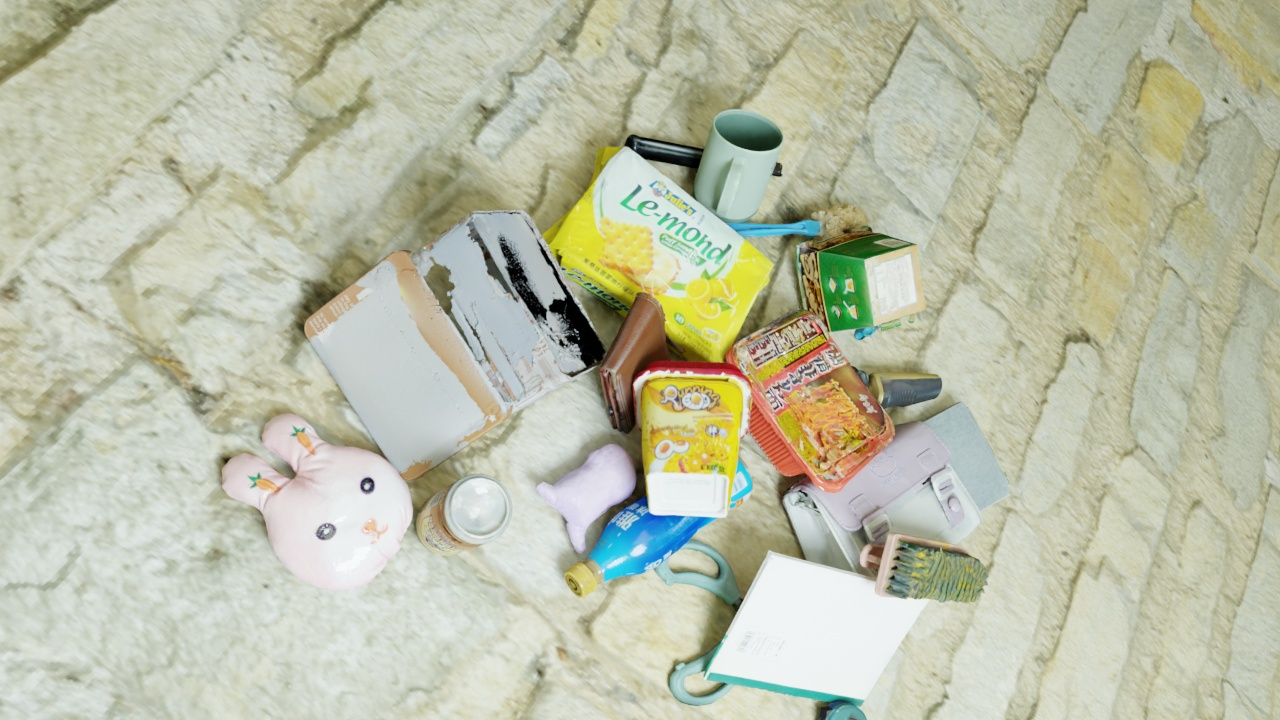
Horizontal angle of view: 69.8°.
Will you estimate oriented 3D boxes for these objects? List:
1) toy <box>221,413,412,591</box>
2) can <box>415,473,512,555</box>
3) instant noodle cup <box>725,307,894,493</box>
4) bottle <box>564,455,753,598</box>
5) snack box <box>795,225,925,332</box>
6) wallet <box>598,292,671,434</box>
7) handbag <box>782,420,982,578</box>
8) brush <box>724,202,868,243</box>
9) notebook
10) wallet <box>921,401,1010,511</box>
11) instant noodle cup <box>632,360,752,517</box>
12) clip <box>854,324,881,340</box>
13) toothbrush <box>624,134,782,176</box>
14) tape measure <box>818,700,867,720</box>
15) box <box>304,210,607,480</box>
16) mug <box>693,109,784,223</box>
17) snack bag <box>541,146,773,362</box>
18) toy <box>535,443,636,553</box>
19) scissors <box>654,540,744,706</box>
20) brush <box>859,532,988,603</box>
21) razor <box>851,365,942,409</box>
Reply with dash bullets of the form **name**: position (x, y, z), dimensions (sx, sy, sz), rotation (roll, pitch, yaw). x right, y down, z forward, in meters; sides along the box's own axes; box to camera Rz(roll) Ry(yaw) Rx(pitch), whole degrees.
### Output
- **toy**: position (-0.275, 0.119, 0.784), dimensions (0.159, 0.054, 0.121), rotation (37, 61, -3)
- **can**: position (-0.156, 0.136, 0.799), dimensions (0.058, 0.117, 0.058), rotation (9, 70, -24)
- **instant noodle cup**: position (0.177, 0.048, 1.002), dimensions (0.164, 0.079, 0.189), rotation (-27, 78, -42)
- **bottle**: position (0.018, 0.164, 0.911), dimensions (0.218, 0.065, 0.065), rotation (-31, 90, -30)
- **snack box**: position (0.265, -0.093, 1.069), dimensions (0.118, 0.106, 0.117), rotation (-18, 104, -24)
- **wallet**: position (-0.005, 0.005, 0.922), dimensions (0.032, 0.125, 0.101), rotation (19, 60, 20)
- **handbag**: position (0.269, 0.166, 1.025), dimensions (0.196, 0.099, 0.145), rotation (-23, 80, -31)
- **brush**: position (0.178, -0.156, 1.112), dimensions (0.254, 0.046, 0.083), rotation (-2, 79, -24)
- **notebook**: position (0.180, 0.277, 0.928), dimensions (0.209, 0.012, 0.150), rotation (19, 105, -26)
- **wallet**: position (0.389, 0.126, 1.130), dimensions (0.106, 0.037, 0.129), rotation (-23, 85, -20)
- **instant noodle cup**: position (0.048, 0.078, 0.882), dimensions (0.116, 0.116, 0.123), rotation (2, 50, 5)
- **clip**: position (0.288, -0.043, 1.139), dimensions (0.056, 0.045, 0.014), rotation (-36, 90, -33)
- **toothbrush**: position (0.081, -0.239, 1.091), dimensions (0.212, 0.026, 0.027), rotation (3, 95, -27)
- **tape measure**: position (0.211, 0.385, 0.957), dimensions (0.058, 0.025, 0.054), rotation (24, 82, -19)
- **box**: position (-0.163, -0.020, 0.870), dimensions (0.181, 0.198, 0.157), rotation (57, 18, 0)
- **mug**: position (0.105, -0.207, 1.031), dimensions (0.082, 0.107, 0.111), rotation (18, 45, 0)
- **snack bag**: position (0.020, -0.105, 0.993), dimensions (0.246, 0.068, 0.157), rotation (36, 62, -13)
- **toy**: position (-0.044, 0.128, 0.905), dimensions (0.107, 0.039, 0.084), rotation (-38, 107, -36)
- **scissors**: position (0.073, 0.274, 0.932), dimensions (0.170, 0.019, 0.180), rotation (31, 62, -17)
- **brush**: position (0.290, 0.211, 0.932), dimensions (0.145, 0.073, 0.063), rotation (14, 88, -37)
- **razor**: position (0.302, 0.032, 1.110), dimensions (0.167, 0.062, 0.067), rotation (-3, 44, -33)
